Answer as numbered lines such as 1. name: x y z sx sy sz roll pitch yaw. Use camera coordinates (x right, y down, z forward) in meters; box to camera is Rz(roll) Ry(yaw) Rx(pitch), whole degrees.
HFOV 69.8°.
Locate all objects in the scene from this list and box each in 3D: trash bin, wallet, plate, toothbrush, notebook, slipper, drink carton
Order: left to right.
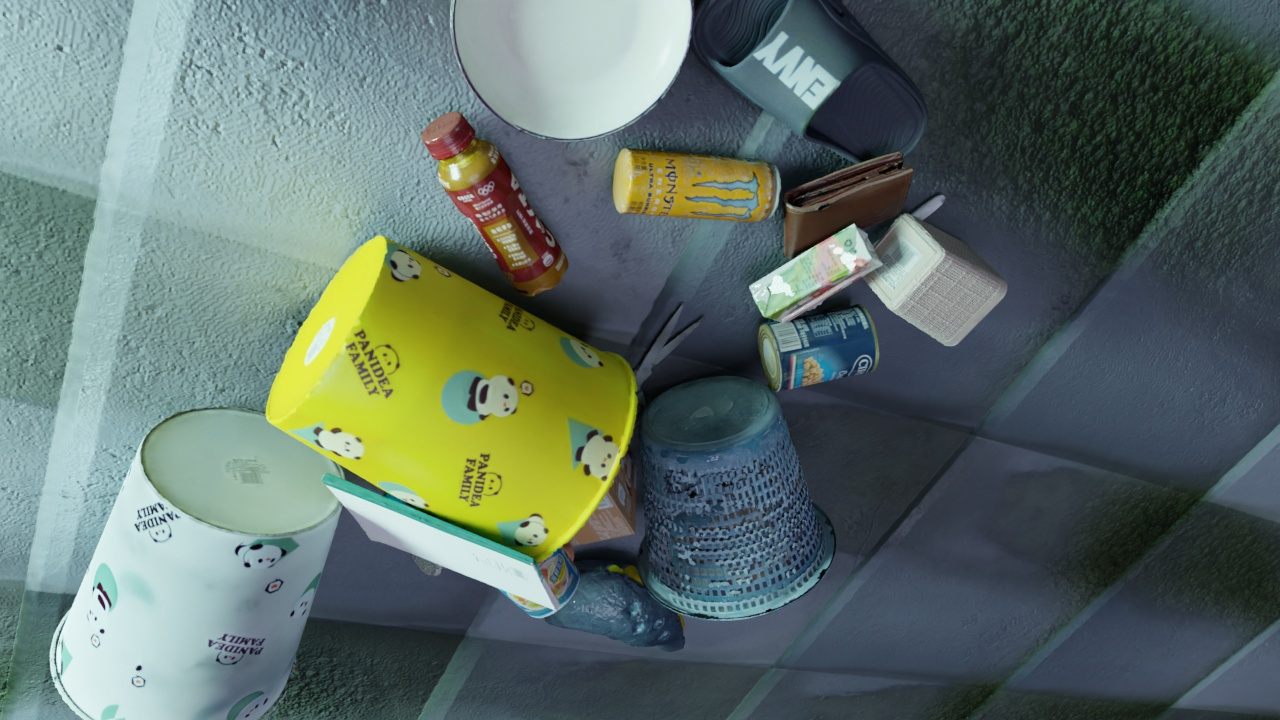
1. trash bin: -0.415 0.197 0.890 0.229 0.229 0.252 16 115 -27
2. notebook: -0.179 0.171 0.842 0.209 0.012 0.150 18 152 14
3. trash bin: -0.171 0.033 0.827 0.255 0.229 0.230 33 113 -29
4. plate: -0.054 -0.270 0.728 0.192 0.039 0.193 -8 129 -10
5. trash bin: 0.089 0.132 0.999 0.226 0.226 0.195 -15 117 -4
6. drink carton: 0.176 -0.083 0.918 0.123 0.045 0.053 -31 162 22
7. slipper: 0.165 -0.240 0.790 0.268 0.083 0.111 24 116 -32
8. wallet: 0.196 -0.147 0.884 0.124 0.032 0.101 -21 159 2
9. toothbrush: 0.242 -0.112 0.956 0.180 0.016 0.016 -39 138 14

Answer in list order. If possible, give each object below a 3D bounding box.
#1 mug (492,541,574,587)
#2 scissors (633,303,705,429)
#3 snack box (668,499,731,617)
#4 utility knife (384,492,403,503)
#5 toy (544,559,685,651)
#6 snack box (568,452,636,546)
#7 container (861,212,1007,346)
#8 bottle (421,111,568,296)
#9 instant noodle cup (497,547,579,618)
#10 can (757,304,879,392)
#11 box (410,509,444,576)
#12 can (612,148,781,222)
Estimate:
1. mug: -0.128 0.205 1.047 0.114 0.081 0.106 37 114 7
2. scissors: 0.003 0.015 0.993 0.165 0.014 0.163 -17 129 -5
3. snack box: 0.081 0.255 1.180 0.074 0.051 0.175 -14 131 -7
4. utility knife: -0.249 0.124 1.005 0.029 0.013 0.175 27 120 -29
5. toy: -0.038 0.312 1.177 0.356 0.091 0.138 30 142 -32
6. snack box: -0.056 0.134 1.006 0.077 0.094 0.093 -14 132 15
7. container: 0.293 -0.084 0.937 0.110 0.090 0.090 19 120 -36
8. bottle: -0.127 -0.135 0.803 0.057 0.057 0.175 -28 130 6
9. instant noodle cup: -0.121 0.207 0.961 0.099 0.099 0.110 -31 116 9
10. can: 0.187 -0.013 0.981 0.111 0.075 0.075 -11 130 -7
11. box: -0.212 0.170 1.005 0.076 0.086 0.163 25 121 -11
12. can: 0.050 -0.159 0.836 0.146 0.058 0.058 1 127 -17
